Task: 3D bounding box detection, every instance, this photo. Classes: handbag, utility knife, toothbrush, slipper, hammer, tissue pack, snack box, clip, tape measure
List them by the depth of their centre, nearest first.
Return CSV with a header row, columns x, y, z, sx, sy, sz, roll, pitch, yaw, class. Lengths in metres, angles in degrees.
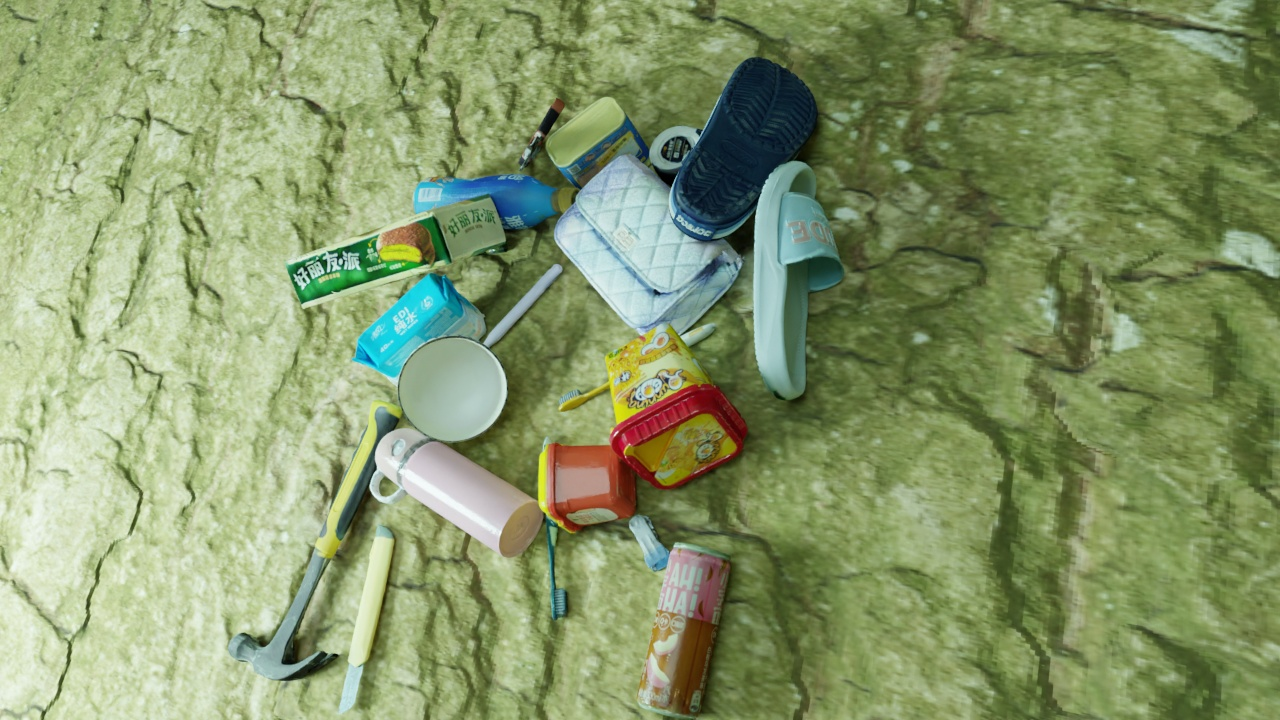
x,y,z,sx,sy,sz,roll,pitch,yaw,class
0.156,-0.082,0.888,0.074,0.104,0.245,-3,73,25,slipper
0.008,0.175,0.892,0.026,0.041,0.058,-35,55,10,clip
-0.050,0.124,0.899,0.080,0.091,0.082,-7,67,13,snack box
-0.088,0.168,0.939,0.018,0.016,0.191,-9,66,9,toothbrush
0.105,-0.212,0.968,0.105,0.095,0.252,29,59,-1,slipper
-0.006,0.006,0.970,0.191,0.016,0.018,-29,54,11,toothbrush
0.003,-0.120,0.982,0.134,0.075,0.194,-44,60,3,handbag
-0.294,0.274,0.982,0.031,0.021,0.197,-4,61,27,utility knife
-0.344,0.198,1.028,0.126,0.032,0.322,15,75,27,hammer
0.045,-0.230,1.033,0.066,0.033,0.065,22,77,27,tape measure
-0.250,-0.030,1.046,0.140,0.090,0.063,-43,58,2,tissue pack
-0.159,-0.042,1.053,0.189,0.029,0.021,-45,100,-1,toothbrush
-0.284,-0.124,1.059,0.241,0.114,0.063,-12,103,30,snack box
-0.246,-0.125,1.129,0.186,0.012,0.017,-4,74,22,toothbrush

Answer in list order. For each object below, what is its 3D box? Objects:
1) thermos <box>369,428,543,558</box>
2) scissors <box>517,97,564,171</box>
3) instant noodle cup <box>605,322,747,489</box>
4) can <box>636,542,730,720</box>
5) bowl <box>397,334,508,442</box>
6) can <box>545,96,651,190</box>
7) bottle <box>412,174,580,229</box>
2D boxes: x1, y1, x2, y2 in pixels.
x,y,z,sx,sy,sz,roll,pitch,yaw,class
-0.202,0.141,0.967,0.199,0.067,0.087,24,70,28,thermos
-0.113,-0.253,1.033,0.015,0.206,0.196,32,68,-13,scissors
0.026,0.041,0.893,0.116,0.116,0.123,-29,49,11,instant noodle cup
0.040,0.243,0.828,0.058,0.058,0.147,6,72,25,can
-0.206,0.026,1.006,0.116,0.116,0.066,-49,15,-1,bowl
-0.047,-0.239,1.047,0.102,0.083,0.057,-36,60,6,can
-0.167,-0.187,1.084,0.219,0.065,0.065,4,71,27,bottle
